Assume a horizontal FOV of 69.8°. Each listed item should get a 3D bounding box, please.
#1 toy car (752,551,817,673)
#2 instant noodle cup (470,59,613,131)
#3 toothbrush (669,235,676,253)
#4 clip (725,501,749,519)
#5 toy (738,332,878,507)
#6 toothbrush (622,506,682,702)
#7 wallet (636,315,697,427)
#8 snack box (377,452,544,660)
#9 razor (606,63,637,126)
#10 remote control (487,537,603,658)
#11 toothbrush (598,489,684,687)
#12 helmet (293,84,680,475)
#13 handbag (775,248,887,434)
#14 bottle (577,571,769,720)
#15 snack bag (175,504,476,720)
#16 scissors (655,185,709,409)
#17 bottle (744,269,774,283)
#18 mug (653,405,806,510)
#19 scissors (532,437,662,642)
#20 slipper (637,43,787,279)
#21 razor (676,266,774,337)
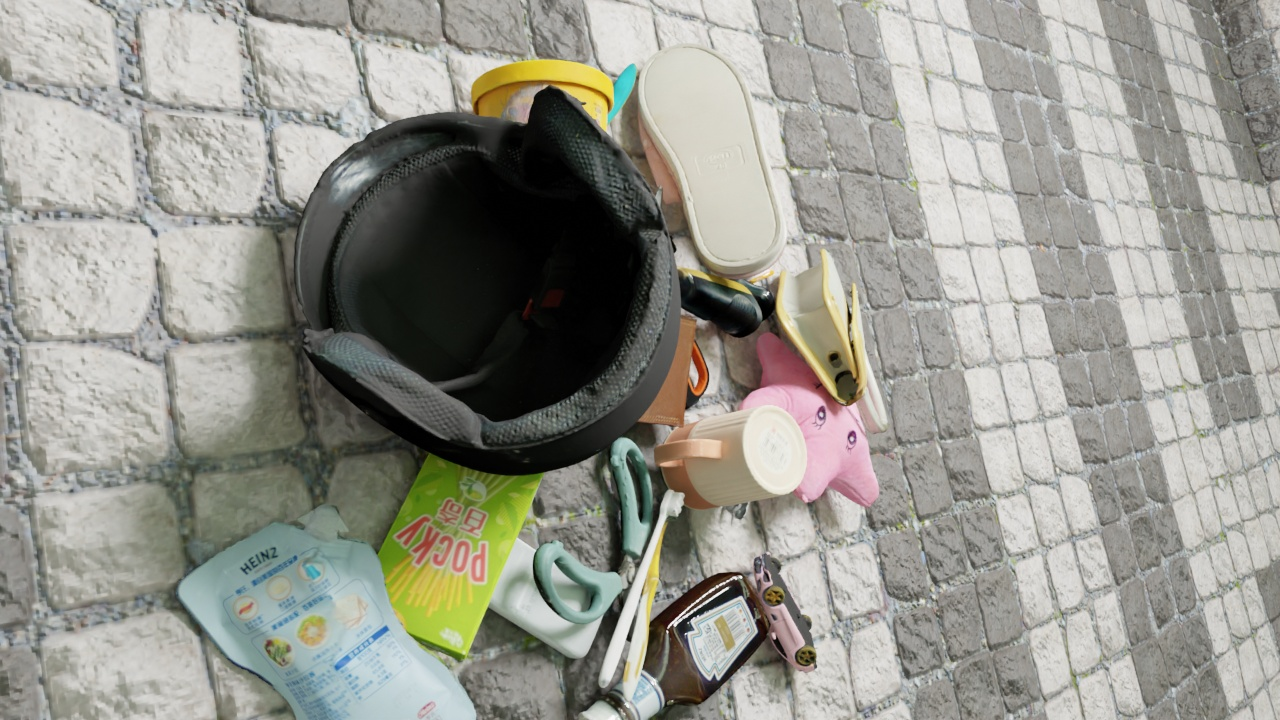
[{"bbox_3d":[0.131,0.235,0.849,0.122,0.037,0.056,62,13,-17],"label":"toy car"},{"bbox_3d":[-0.079,-0.172,0.763,0.118,0.119,0.114,0,85,-39],"label":"instant noodle cup"},{"bbox_3d":[-0.044,-0.088,0.820,0.212,0.026,0.027,-18,74,-41],"label":"toothbrush"},{"bbox_3d":[0.097,0.122,0.873,0.036,0.026,0.057,39,56,-33],"label":"clip"},{"bbox_3d":[0.173,0.078,0.908,0.194,0.075,0.178,39,41,-21],"label":"toy"},{"bbox_3d":[0.011,0.189,0.760,0.016,0.018,0.190,56,35,-38],"label":"toothbrush"},{"bbox_3d":[-0.005,0.005,0.787,0.124,0.032,0.101,9,84,-40],"label":"wallet"},{"bbox_3d":[-0.134,0.126,0.665,0.086,0.026,0.156,23,61,-1],"label":"snack box"},{"bbox_3d":[-0.033,-0.235,0.869,0.043,0.028,0.132,24,61,4],"label":"razor"},{"bbox_3d":[-0.085,0.179,0.712,0.136,0.020,0.055,40,57,-26],"label":"remote control"},{"bbox_3d":[0.002,0.182,0.748,0.179,0.016,0.016,-66,145,-35],"label":"toothbrush"},{"bbox_3d":[-0.099,-0.044,0.633,0.275,0.230,0.233,37,78,24],"label":"helmet"},{"bbox_3d":[0.209,-0.015,0.934,0.179,0.063,0.163,56,22,-14],"label":"handbag"},{"bbox_3d":[0.029,0.254,0.768,0.194,0.044,0.080,-29,95,-39],"label":"bottle"},{"bbox_3d":[-0.198,0.190,0.595,0.110,0.039,0.191,-32,98,-4],"label":"snack bag"},{"bbox_3d":[0.000,-0.045,0.829,0.228,0.022,0.220,45,60,-29],"label":"scissors"},{"bbox_3d":[0.097,-0.129,0.920,0.063,0.063,0.108,-28,95,-40],"label":"bottle"},{"bbox_3d":[0.071,0.084,0.808,0.114,0.106,0.081,12,70,-36],"label":"mug"},{"bbox_3d":[-0.031,0.143,0.742,0.169,0.019,0.171,18,66,-56],"label":"scissors"},{"bbox_3d":[0.067,-0.190,0.869,0.054,0.114,0.274,64,7,-63],"label":"slipper"},{"bbox_3d":[0.067,-0.060,0.847,0.167,0.062,0.067,12,50,-59],"label":"razor"}]
